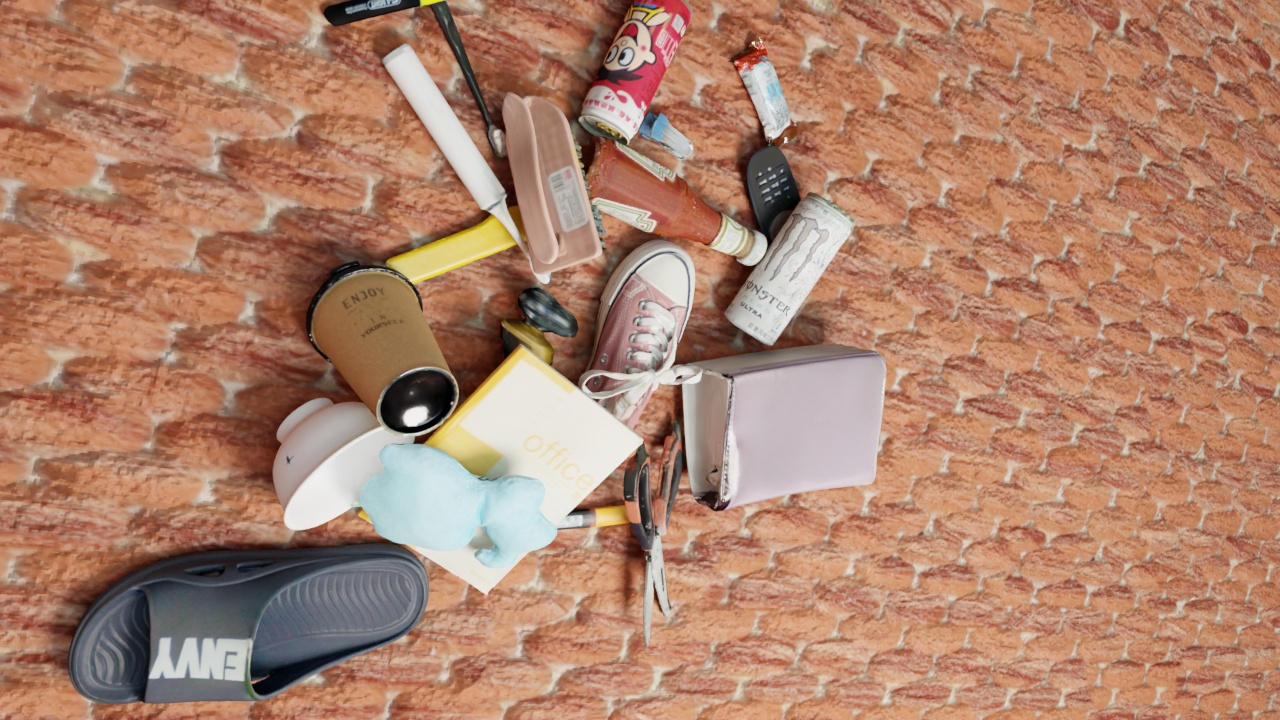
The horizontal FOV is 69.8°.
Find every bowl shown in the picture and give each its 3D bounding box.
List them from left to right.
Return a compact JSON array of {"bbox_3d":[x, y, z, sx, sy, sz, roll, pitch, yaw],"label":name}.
[{"bbox_3d":[-0.243,0.068,0.715,0.118,0.118,0.065,-40,77,-18],"label":"bowl"}]

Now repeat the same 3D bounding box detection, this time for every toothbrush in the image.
[{"bbox_3d":[-0.148,-0.253,0.755,0.015,0.018,0.181,-28,108,-15],"label":"toothbrush"},{"bbox_3d":[-0.137,-0.156,0.757,0.221,0.027,0.026,57,27,-17],"label":"toothbrush"}]

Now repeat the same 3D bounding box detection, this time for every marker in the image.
[{"bbox_3d":[-0.187,-0.285,0.721,0.124,0.015,0.018,-21,101,-15],"label":"marker"},{"bbox_3d":[-0.061,0.150,0.866,0.123,0.015,0.018,-2,97,-26],"label":"marker"}]

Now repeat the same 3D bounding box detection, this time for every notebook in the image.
[{"bbox_3d":[-0.117,0.099,0.783,0.206,0.010,0.146,-44,118,11],"label":"notebook"}]

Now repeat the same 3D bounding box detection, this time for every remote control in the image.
[{"bbox_3d":[0.138,-0.149,0.922,0.053,0.024,0.136,-30,114,-17],"label":"remote control"}]

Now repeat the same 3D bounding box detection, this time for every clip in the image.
[{"bbox_3d":[0.027,-0.208,0.857,0.058,0.044,0.027,27,83,-34],"label":"clip"}]

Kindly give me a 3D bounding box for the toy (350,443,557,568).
[{"bbox_3d":[-0.154,0.121,0.751,0.156,0.049,0.162,-12,128,-4],"label":"toy"}]

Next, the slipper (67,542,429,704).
[{"bbox_3d":[-0.289,0.203,0.711,0.267,0.083,0.111,-4,98,-30],"label":"slipper"}]

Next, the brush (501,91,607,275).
[{"bbox_3d":[-0.077,-0.148,0.753,0.073,0.063,0.145,-9,85,-65],"label":"brush"}]

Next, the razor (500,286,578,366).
[{"bbox_3d":[-0.096,0.021,0.805,0.067,0.062,0.167,9,99,0],"label":"razor"}]

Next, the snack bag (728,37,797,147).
[{"bbox_3d":[0.123,-0.258,0.896,0.045,0.026,0.105,-40,115,-28],"label":"snack bag"}]

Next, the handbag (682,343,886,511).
[{"bbox_3d":[0.142,0.064,0.915,0.196,0.098,0.145,-7,99,-29],"label":"handbag"}]

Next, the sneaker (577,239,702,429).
[{"bbox_3d":[-0.005,0.005,0.831,0.118,0.088,0.241,28,85,-29],"label":"sneaker"}]

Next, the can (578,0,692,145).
[{"bbox_3d":[-0.005,-0.260,0.810,0.053,0.053,0.132,28,84,-29],"label":"can"}]

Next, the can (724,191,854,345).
[{"bbox_3d":[0.145,-0.088,0.896,0.058,0.058,0.147,30,99,-29],"label":"can"}]

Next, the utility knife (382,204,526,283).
[{"bbox_3d":[-0.153,-0.097,0.776,0.177,0.015,0.033,-25,101,-22],"label":"utility knife"}]

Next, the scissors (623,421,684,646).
[{"bbox_3d":[0.014,0.161,0.875,0.189,0.015,0.224,50,50,-61],"label":"scissors"}]

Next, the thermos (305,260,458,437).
[{"bbox_3d":[-0.194,-0.008,0.698,0.093,0.143,0.093,-20,132,-24],"label":"thermos"}]

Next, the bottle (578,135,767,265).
[{"bbox_3d":[0.031,-0.140,0.847,0.206,0.060,0.059,21,87,-30],"label":"bottle"}]
